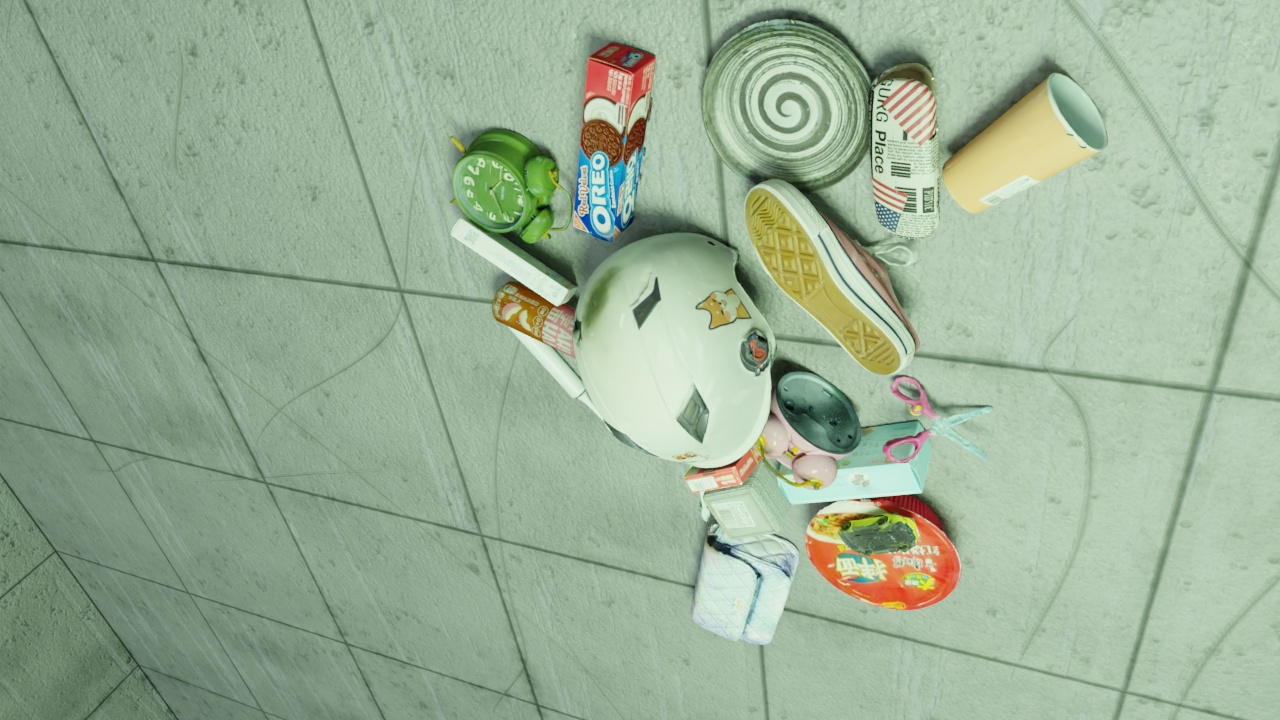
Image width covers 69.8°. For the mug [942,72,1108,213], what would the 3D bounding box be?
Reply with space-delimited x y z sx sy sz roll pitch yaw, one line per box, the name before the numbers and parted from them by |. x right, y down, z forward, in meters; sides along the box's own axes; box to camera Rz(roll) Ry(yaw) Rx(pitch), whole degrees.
mug | 0.337 -0.186 0.820 0.078 0.078 0.123 44 138 -9

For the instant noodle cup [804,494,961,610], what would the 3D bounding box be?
instant noodle cup | 0.312 0.229 1.170 0.194 0.065 0.194 15 132 17

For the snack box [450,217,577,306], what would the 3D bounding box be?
snack box | -0.153 -0.122 1.131 0.157 0.084 0.027 35 99 0

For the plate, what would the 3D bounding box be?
plate | 0.146 -0.249 0.907 0.179 0.024 0.180 15 133 17

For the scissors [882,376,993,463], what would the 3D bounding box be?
scissors | 0.328 0.077 1.029 0.133 0.130 0.017 38 172 14

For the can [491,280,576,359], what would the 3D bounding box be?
can | -0.117 -0.050 1.170 0.147 0.057 0.058 25 134 22

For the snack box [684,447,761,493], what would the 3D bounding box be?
snack box | 0.119 0.106 1.115 0.075 0.152 0.025 -17 107 37

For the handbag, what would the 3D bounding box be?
handbag | 0.147 0.327 1.332 0.134 0.075 0.194 19 131 15

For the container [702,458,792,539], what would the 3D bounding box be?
container | 0.144 0.160 1.172 0.090 0.114 0.090 -19 115 37

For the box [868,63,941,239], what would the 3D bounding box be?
box | 0.246 -0.185 0.851 0.075 0.083 0.163 -8 129 9

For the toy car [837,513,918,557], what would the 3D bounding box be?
toy car | 0.285 0.206 1.100 0.048 0.032 0.105 47 144 -12

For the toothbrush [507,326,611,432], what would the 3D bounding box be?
toothbrush | -0.102 0.022 1.257 0.221 0.026 0.026 49 174 -14

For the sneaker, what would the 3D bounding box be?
sneaker | 0.207 -0.097 0.952 0.241 0.087 0.119 49 147 0

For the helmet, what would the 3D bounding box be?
helmet | 0.016 -0.011 1.016 0.231 0.156 0.274 -21 76 41

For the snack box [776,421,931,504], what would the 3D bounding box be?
snack box | 0.257 0.125 1.109 0.175 0.074 0.051 -12 120 35

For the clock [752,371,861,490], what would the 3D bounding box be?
clock | 0.186 0.085 1.059 0.117 0.158 0.060 37 130 0

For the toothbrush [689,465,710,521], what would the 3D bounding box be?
toothbrush | 0.078 0.138 1.252 0.027 0.026 0.225 45 152 50

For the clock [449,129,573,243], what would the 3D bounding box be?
clock | -0.151 -0.202 1.083 0.161 0.056 0.116 22 134 12

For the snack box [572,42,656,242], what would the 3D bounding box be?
snack box | -0.031 -0.231 0.994 0.057 0.058 0.208 23 133 14
